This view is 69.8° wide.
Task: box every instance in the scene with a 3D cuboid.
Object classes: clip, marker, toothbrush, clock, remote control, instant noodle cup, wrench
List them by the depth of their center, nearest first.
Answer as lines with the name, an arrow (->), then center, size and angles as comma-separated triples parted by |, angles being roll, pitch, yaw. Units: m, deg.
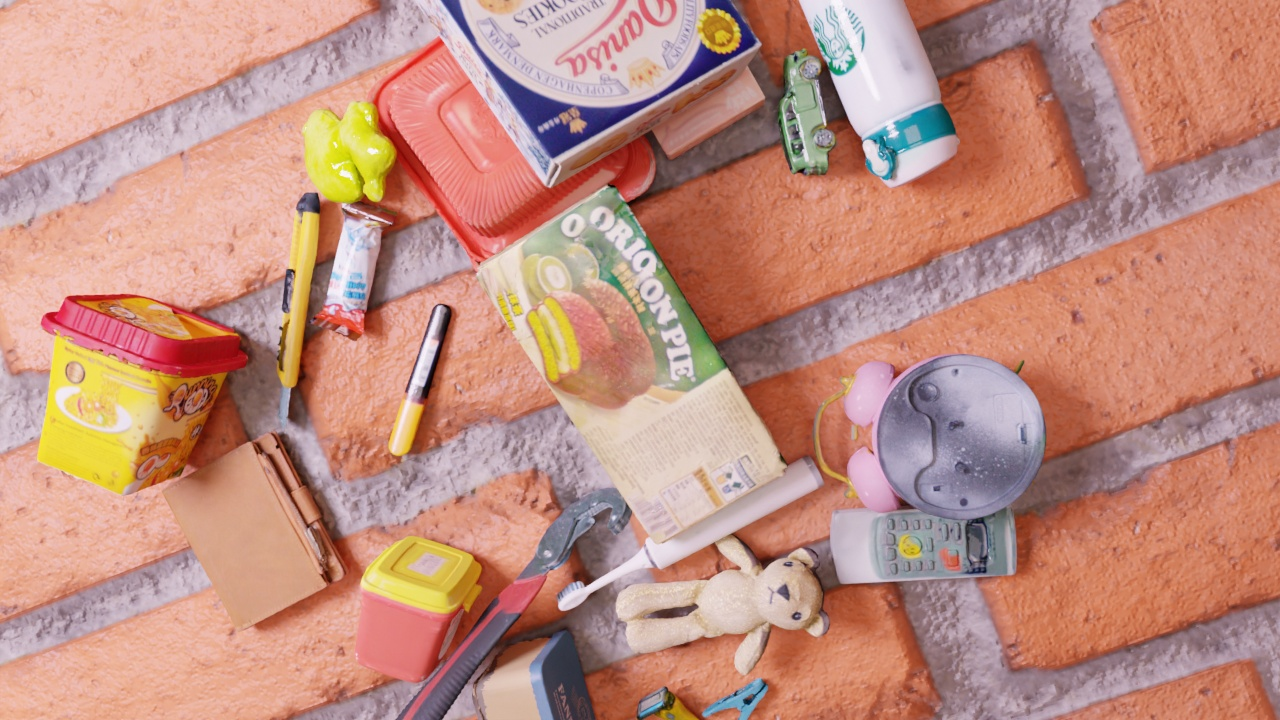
clock -> 0.206, 0.054, 0.668 | 0.158, 0.059, 0.117 | -5, 94, 3
instant noodle cup -> -0.099, -0.167, 0.669 | 0.164, 0.079, 0.189 | -36, 91, 6
wrench -> -0.105, 0.197, 0.670 | 0.273, 0.056, 0.016 | -47, 126, -16
instant noodle cup -> -0.378, 0.025, 0.685 | 0.116, 0.116, 0.124 | 21, 97, 3
remote control -> 0.212, 0.137, 0.692 | 0.135, 0.019, 0.056 | -4, 93, 5
toothbrush -> 0.035, 0.133, 0.693 | 0.221, 0.026, 0.027 | -28, 120, 1
clip -> 0.078, 0.269, 0.714 | 0.034, 0.013, 0.055 | 42, 95, 0
marker -> -0.172, 0.015, 0.719 | 0.018, 0.015, 0.124 | 18, 92, 2

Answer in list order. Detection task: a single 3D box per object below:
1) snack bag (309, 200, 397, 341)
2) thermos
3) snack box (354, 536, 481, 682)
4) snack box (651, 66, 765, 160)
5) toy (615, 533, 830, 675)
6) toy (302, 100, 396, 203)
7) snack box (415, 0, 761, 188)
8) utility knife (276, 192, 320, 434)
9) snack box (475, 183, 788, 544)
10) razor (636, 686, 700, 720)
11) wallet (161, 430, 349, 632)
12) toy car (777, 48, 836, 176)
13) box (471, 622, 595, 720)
snack bag -> -0.222, -0.071, 0.710 | 0.048, 0.026, 0.104 | 19, 96, 12
thermos -> 0.156, -0.233, 0.650 | 0.073, 0.073, 0.224 | -23, 92, 5
snack box -> -0.168, 0.188, 0.692 | 0.082, 0.091, 0.080 | 17, 101, 3
snack box -> 0.018, -0.238, 0.681 | 0.084, 0.026, 0.157 | -29, 91, 5
toy -> 0.059, 0.182, 0.684 | 0.157, 0.066, 0.105 | -12, 71, 11
toy -> -0.220, -0.152, 0.682 | 0.100, 0.031, 0.096 | -35, 77, 41
snack box -> -0.039, -0.236, 0.615 | 0.177, 0.046, 0.182 | -35, 89, -20
utility knife -> -0.270, -0.037, 0.715 | 0.015, 0.033, 0.190 | 5, 95, -40
snack box -> -0.004, 0.004, 0.657 | 0.114, 0.063, 0.240 | -32, 102, 5
razor -> 0.056, 0.305, 0.710 | 0.132, 0.028, 0.043 | 44, 131, 2
wallet -> -0.305, 0.136, 0.728 | 0.108, 0.031, 0.132 | -29, 91, 9
toy car -> 0.119, -0.179, 0.668 | 0.036, 0.043, 0.091 | -8, 92, 5
box -> -0.070, 0.293, 0.690 | 0.063, 0.089, 0.184 | -13, 94, 11
